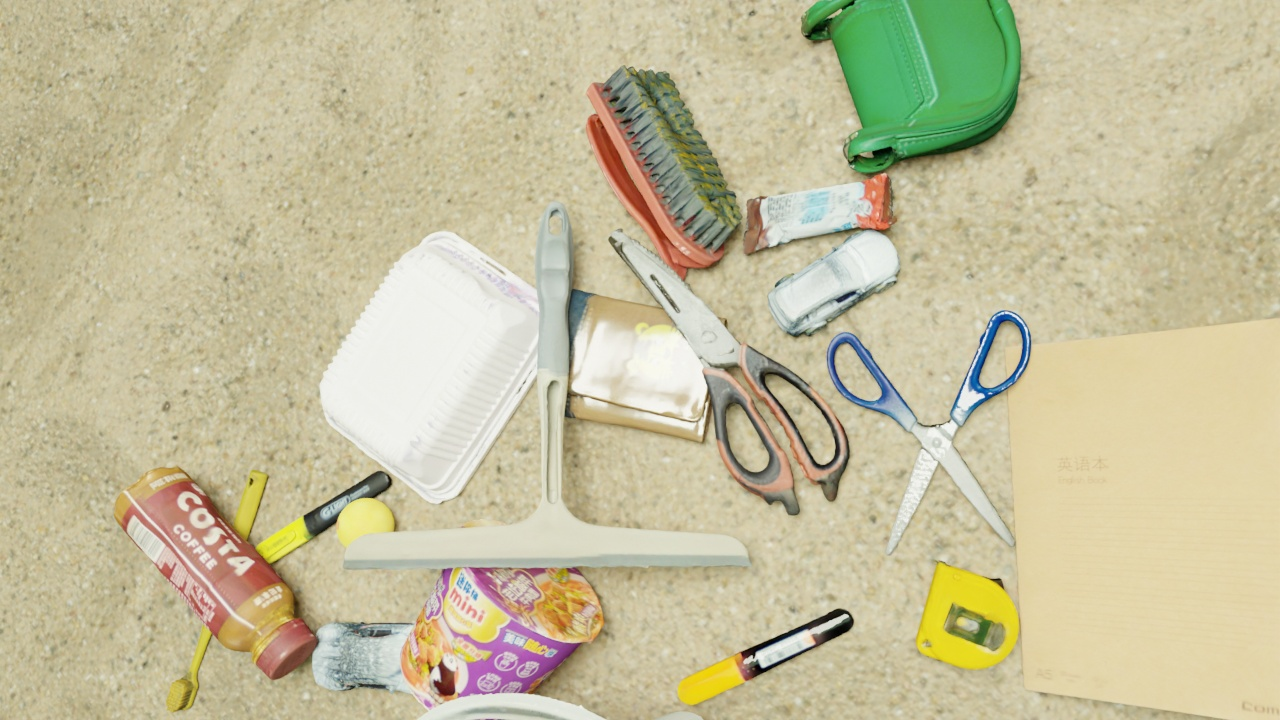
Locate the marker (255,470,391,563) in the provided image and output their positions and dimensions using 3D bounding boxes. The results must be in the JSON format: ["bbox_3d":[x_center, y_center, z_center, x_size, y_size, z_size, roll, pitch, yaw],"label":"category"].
[{"bbox_3d":[-0.238,0.118,0.686,0.124,0.015,0.018,-32,79,7],"label":"marker"}]

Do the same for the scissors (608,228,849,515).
[{"bbox_3d":[0.042,0.007,0.599,0.210,0.015,0.176,15,84,0],"label":"scissors"}]

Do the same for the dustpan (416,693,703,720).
[{"bbox_3d":[-0.033,0.310,0.525,0.223,0.142,0.257,-28,72,24],"label":"dustpan"}]

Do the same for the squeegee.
[{"bbox_3d":[-0.058,0.014,0.604,0.246,0.039,0.246,1,73,-9],"label":"squeegee"}]

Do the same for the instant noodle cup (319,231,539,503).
[{"bbox_3d":[-0.153,0.000,0.657,0.138,0.060,0.173,34,91,16],"label":"instant noodle cup"}]

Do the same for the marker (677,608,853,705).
[{"bbox_3d":[0.081,0.191,0.594,0.124,0.015,0.018,-27,78,7],"label":"marker"}]

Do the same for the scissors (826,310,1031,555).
[{"bbox_3d":[0.185,0.039,0.582,0.162,0.012,0.176,34,98,20],"label":"scissors"}]

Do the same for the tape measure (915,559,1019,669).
[{"bbox_3d":[0.200,0.158,0.558,0.057,0.029,0.060,16,87,15],"label":"tape measure"}]

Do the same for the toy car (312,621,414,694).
[{"bbox_3d":[-0.186,0.211,0.652,0.106,0.031,0.049,-4,83,13],"label":"toy car"}]

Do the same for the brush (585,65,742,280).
[{"bbox_3d":[0.014,-0.127,0.632,0.069,0.063,0.145,-37,75,39],"label":"brush"}]

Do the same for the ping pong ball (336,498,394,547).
[{"bbox_3d":[-0.198,0.120,0.662,0.040,0.040,0.040,-2,82,14],"label":"ping pong ball"}]

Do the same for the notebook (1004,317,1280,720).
[{"bbox_3d":[0.287,0.089,0.520,0.150,0.012,0.211,-7,80,43],"label":"notebook"}]

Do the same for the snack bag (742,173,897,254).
[{"bbox_3d":[0.117,-0.098,0.609,0.105,0.026,0.045,-6,68,26],"label":"snack bag"}]

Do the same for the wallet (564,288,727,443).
[{"bbox_3d":[-0.004,0.004,0.632,0.115,0.033,0.090,11,85,12],"label":"wallet"}]

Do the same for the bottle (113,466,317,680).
[{"bbox_3d":[-0.304,0.153,0.661,0.175,0.057,0.057,42,94,14],"label":"bottle"}]

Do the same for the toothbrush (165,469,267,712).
[{"bbox_3d":[-0.323,0.176,0.700,0.016,0.016,0.190,17,87,15],"label":"toothbrush"}]

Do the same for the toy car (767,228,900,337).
[{"bbox_3d":[0.127,-0.052,0.603,0.090,0.034,0.043,-31,73,7],"label":"toy car"}]

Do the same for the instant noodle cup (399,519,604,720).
[{"bbox_3d":[-0.097,0.177,0.598,0.111,0.111,0.099,39,100,16],"label":"instant noodle cup"}]

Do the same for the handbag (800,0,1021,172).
[{"bbox_3d":[0.175,-0.193,0.590,0.120,0.068,0.131,-19,78,13],"label":"handbag"}]
